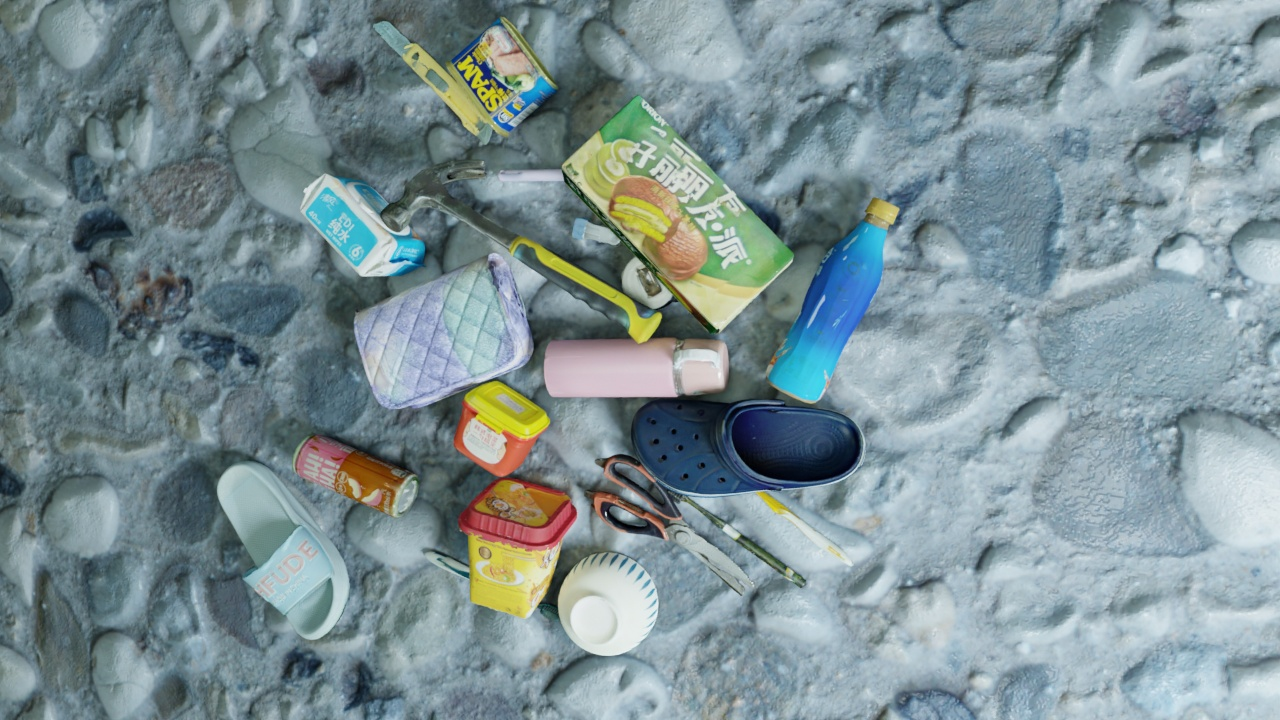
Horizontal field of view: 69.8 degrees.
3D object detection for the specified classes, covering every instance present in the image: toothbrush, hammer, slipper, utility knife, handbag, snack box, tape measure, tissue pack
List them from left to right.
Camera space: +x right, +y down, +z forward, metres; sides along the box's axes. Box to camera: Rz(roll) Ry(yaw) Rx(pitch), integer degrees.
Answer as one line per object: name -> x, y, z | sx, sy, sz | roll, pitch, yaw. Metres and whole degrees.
slipper -> -0.454, 0.235, 1.146 | 0.104, 0.074, 0.245 | -36, 85, 14
tissue pack -> -0.317, -0.155, 1.063 | 0.140, 0.090, 0.063 | 46, 104, 7
utility knife -> -0.239, -0.328, 1.067 | 0.031, 0.021, 0.198 | -45, 79, 8
handbag -> -0.227, -0.029, 1.061 | 0.194, 0.075, 0.134 | -20, 86, 14
toothbrush -> -0.178, 0.272, 1.108 | 0.192, 0.018, 0.016 | 21, 101, 11
snack box -> -0.164, 0.081, 1.055 | 0.091, 0.081, 0.080 | 32, 112, 10
hammer -> -0.119, -0.120, 1.006 | 0.323, 0.032, 0.125 | 31, 63, 10
toothbrush -> -0.073, -0.207, 1.032 | 0.189, 0.021, 0.029 | 5, 59, 16
tape measure -> 0.012, -0.087, 1.014 | 0.066, 0.033, 0.066 | -24, 90, 14
snack box -> 0.037, -0.150, 0.963 | 0.114, 0.063, 0.240 | -43, 88, -4
toothbrush -> 0.105, 0.197, 1.027 | 0.186, 0.017, 0.012 | 35, 115, 9
slipper -> 0.109, 0.092, 0.970 | 0.253, 0.095, 0.105 | 2, 77, 11
toothbrush -> 0.154, 0.169, 1.014 | 0.191, 0.016, 0.018 | 37, 114, 8

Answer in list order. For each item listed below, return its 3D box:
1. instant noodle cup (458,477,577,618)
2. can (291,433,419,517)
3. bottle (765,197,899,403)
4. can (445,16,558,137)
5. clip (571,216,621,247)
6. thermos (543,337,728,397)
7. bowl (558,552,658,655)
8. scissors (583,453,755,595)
instant noodle cup -> -0.143, 0.216, 1.051 | 0.116, 0.116, 0.124 | 14, 110, 13
can -> -0.346, 0.139, 1.116 | 0.147, 0.057, 0.058 | 20, 100, 11
bottle -> 0.204, -0.063, 0.950 | 0.065, 0.065, 0.219 | 28, 102, 10
can -> -0.153, -0.316, 1.021 | 0.083, 0.057, 0.102 | -37, 86, 13
clip -> -0.047, -0.144, 1.032 | 0.058, 0.041, 0.026 | 17, 98, 11
thermos -> -0.006, 0.006, 1.002 | 0.199, 0.087, 0.067 | 0, 77, 16
bowl -> -0.043, 0.285, 1.049 | 0.116, 0.066, 0.116 | 2, 96, 14
scissors -> 0.029, 0.197, 1.043 | 0.197, 0.015, 0.205 | -10, 106, 23
